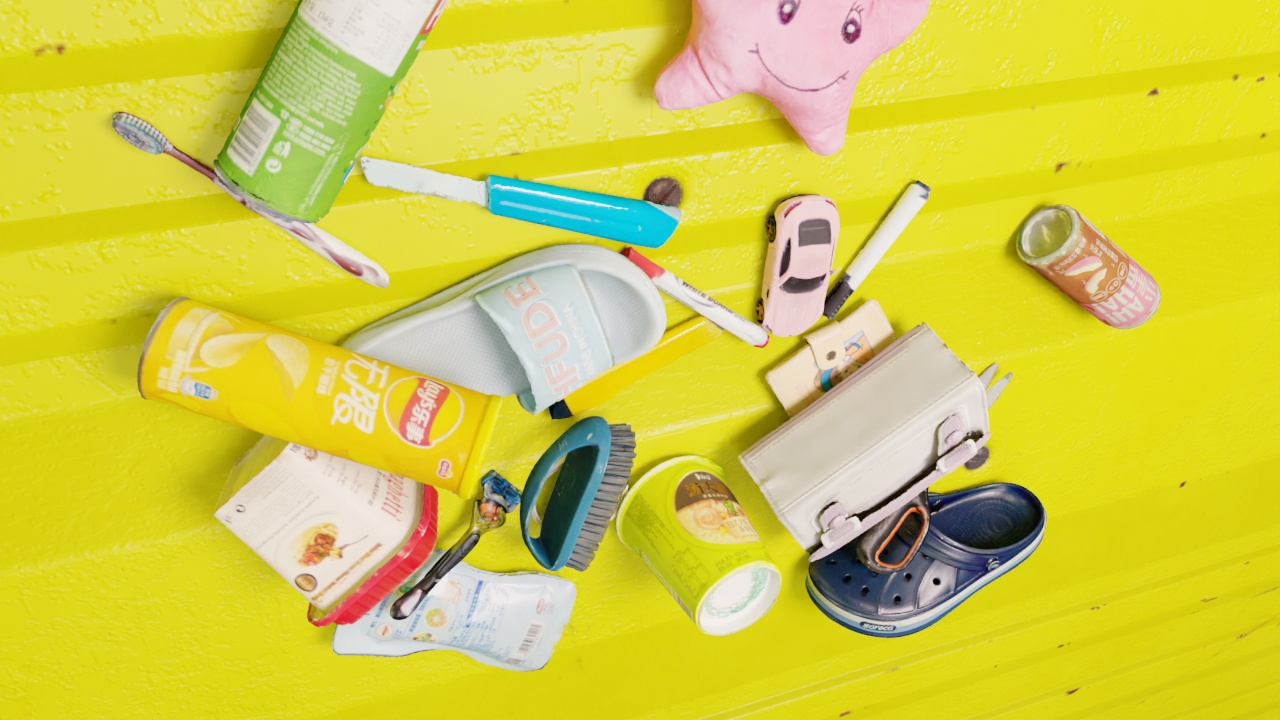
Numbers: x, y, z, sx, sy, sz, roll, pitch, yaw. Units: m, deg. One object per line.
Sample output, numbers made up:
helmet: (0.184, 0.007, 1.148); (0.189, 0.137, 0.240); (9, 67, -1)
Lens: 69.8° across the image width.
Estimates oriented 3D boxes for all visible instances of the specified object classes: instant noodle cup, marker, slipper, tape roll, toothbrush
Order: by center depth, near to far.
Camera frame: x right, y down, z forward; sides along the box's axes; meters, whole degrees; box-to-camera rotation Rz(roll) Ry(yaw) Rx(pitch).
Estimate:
toothbrush: (-0.236, -0.095, 0.574); (0.187, 0.017, 0.016); (35, 105, -33)
slipper: (-0.098, -0.008, 0.648); (0.245, 0.074, 0.104); (-18, 125, -7)
instant noodle cup: (-0.224, 0.105, 0.656); (0.117, 0.116, 0.124); (-41, 114, 7)
marker: (0.044, -0.046, 0.705); (0.145, 0.017, 0.017); (29, 107, -27)
marker: (0.187, -0.087, 0.739); (0.018, 0.022, 0.131); (35, 108, 0)
instant noodle cup: (0.055, 0.161, 0.774); (0.111, 0.123, 0.112); (-16, 129, -21)
tape roll: (-0.053, 0.112, 0.778); (0.085, 0.014, 0.086); (-10, 124, -15)
slipper: (0.285, 0.182, 0.895); (0.252, 0.105, 0.095); (-20, 129, -9)

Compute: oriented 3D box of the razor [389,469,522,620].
razor: (-0.151, 0.155, 0.742); (0.142, 0.022, 0.042); (-49, 124, -7)

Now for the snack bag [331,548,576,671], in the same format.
snack bag: (-0.157, 0.218, 0.791); (0.191, 0.039, 0.110); (20, 112, -28)

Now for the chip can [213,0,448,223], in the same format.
chip can: (-0.154, -0.191, 0.511); (0.072, 0.072, 0.236); (26, 109, -32)

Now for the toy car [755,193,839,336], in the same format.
toy car: (0.124, -0.071, 0.716); (0.056, 0.037, 0.123); (-7, 124, -15)

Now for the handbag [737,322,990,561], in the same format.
handbag: (0.201, 0.082, 0.797); (0.197, 0.098, 0.145); (-36, 146, 4)

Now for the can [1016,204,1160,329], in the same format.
can: (0.391, -0.079, 0.798); (0.147, 0.058, 0.058); (26, 109, -32)

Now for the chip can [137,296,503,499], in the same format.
chip can: (-0.199, 0.024, 0.589); (0.213, 0.072, 0.072); (19, 114, -7)

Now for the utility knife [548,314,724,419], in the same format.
utility knife: (-0.004, 0.004, 0.728); (0.156, 0.015, 0.033); (-27, 133, -4)

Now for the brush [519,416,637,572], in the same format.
brush: (-0.057, 0.107, 0.729); (0.073, 0.055, 0.144); (9, 117, -26)

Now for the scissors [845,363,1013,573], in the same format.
scissors: (0.256, 0.086, 0.864); (0.021, 0.152, 0.234); (36, 71, -71)

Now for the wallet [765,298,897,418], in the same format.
wallet: (0.166, 0.002, 0.788); (0.115, 0.024, 0.087); (-34, 131, 4)

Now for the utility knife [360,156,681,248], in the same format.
utility knife: (-0.076, -0.109, 0.625); (0.224, 0.018, 0.034); (7, 120, -26)

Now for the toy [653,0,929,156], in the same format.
toy: (0.094, -0.225, 0.580); (0.194, 0.074, 0.179); (11, 125, -27)
